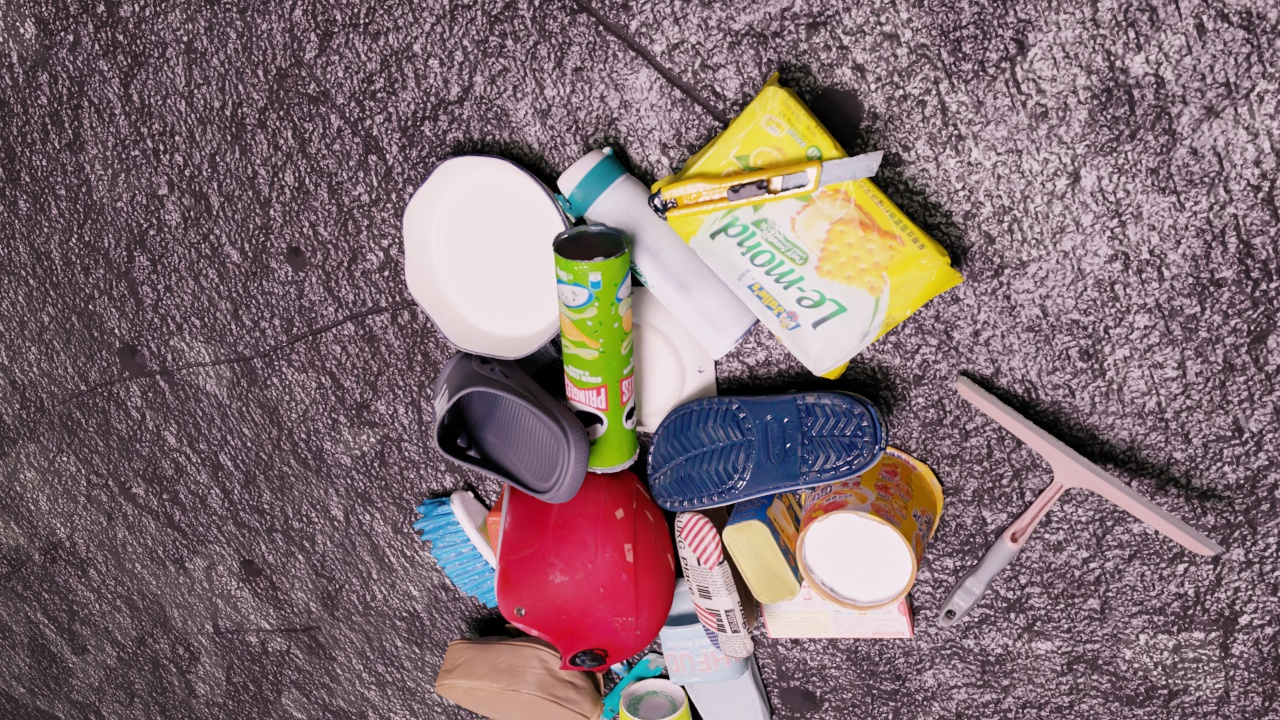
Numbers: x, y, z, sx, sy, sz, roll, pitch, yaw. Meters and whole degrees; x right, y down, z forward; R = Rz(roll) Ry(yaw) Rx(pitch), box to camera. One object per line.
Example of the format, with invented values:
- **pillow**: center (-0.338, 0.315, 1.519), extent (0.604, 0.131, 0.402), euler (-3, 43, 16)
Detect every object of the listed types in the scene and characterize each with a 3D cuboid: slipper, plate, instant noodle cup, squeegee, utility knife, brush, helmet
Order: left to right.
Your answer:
- **slipper**: center (-0.153, 0.056, 0.912), extent (0.268, 0.083, 0.111), euler (28, 104, 47)
- **plate**: center (-0.146, -0.104, 0.921), extent (0.205, 0.045, 0.205), euler (8, 108, 25)
- **brush**: center (-0.142, 0.280, 1.111), extent (0.110, 0.060, 0.314), euler (-30, 103, 27)
- **helmet**: center (-0.033, 0.205, 0.945), extent (0.144, 0.206, 0.240), euler (-23, 127, 21)
- **utility knife**: center (-0.020, 0.415, 1.143), extent (0.029, 0.013, 0.183), euler (37, 122, 2)
- **plate**: center (-0.006, 0.005, 0.936), extent (0.164, 0.034, 0.164), euler (1, 114, 21)
- **instant noodle cup**: center (0.020, 0.452, 1.092), extent (0.112, 0.111, 0.123), euler (2, 110, 21)
- **slipper**: center (0.078, 0.349, 1.038), extent (0.104, 0.074, 0.245), euler (-12, 110, 27)
- **utility knife**: center (0.098, -0.145, 0.755), extent (0.202, 0.015, 0.033), euler (-7, 112, 23)
- **slipper**: center (0.120, 0.081, 0.888), extent (0.253, 0.095, 0.105), euler (-16, 75, 34)
- **instant noodle cup**: center (0.212, 0.162, 0.876), extent (0.138, 0.109, 0.138), euler (8, 115, 18)
- **squeegee**: center (0.351, 0.169, 0.865), extent (0.248, 0.040, 0.250), euler (38, 128, 20)

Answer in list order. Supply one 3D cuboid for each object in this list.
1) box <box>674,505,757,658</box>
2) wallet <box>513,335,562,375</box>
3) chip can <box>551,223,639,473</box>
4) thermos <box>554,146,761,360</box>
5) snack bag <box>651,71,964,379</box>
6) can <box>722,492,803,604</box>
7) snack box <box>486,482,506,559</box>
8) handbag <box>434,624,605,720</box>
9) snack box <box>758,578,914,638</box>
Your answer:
- **box**: center (0.085, 0.223, 0.945), extent (0.075, 0.086, 0.162), euler (-19, 100, -16)
- **wallet**: center (-0.150, -0.034, 0.986), extent (0.097, 0.019, 0.121), euler (-29, 98, 30)
- **chip can**: center (-0.040, -0.006, 0.865), extent (0.072, 0.072, 0.236), euler (10, 125, 18)
- **thermos**: center (0.015, -0.101, 0.857), extent (0.224, 0.073, 0.073), euler (46, 121, -2)
- **snack bag**: center (0.143, -0.114, 0.800), extent (0.246, 0.068, 0.158), euler (46, 120, -2)
- **can**: center (0.131, 0.183, 0.933), extent (0.057, 0.083, 0.102), euler (-23, 103, 29)
- **snack box**: center (-0.131, 0.189, 1.045), extent (0.082, 0.079, 0.091), euler (0, 114, 23)
- **handbag**: center (-0.145, 0.385, 1.113), extent (0.205, 0.099, 0.148), euler (-11, 138, 39)
- **snack box**: center (0.204, 0.256, 0.971), extent (0.156, 0.026, 0.077), euler (-8, 111, 25)
